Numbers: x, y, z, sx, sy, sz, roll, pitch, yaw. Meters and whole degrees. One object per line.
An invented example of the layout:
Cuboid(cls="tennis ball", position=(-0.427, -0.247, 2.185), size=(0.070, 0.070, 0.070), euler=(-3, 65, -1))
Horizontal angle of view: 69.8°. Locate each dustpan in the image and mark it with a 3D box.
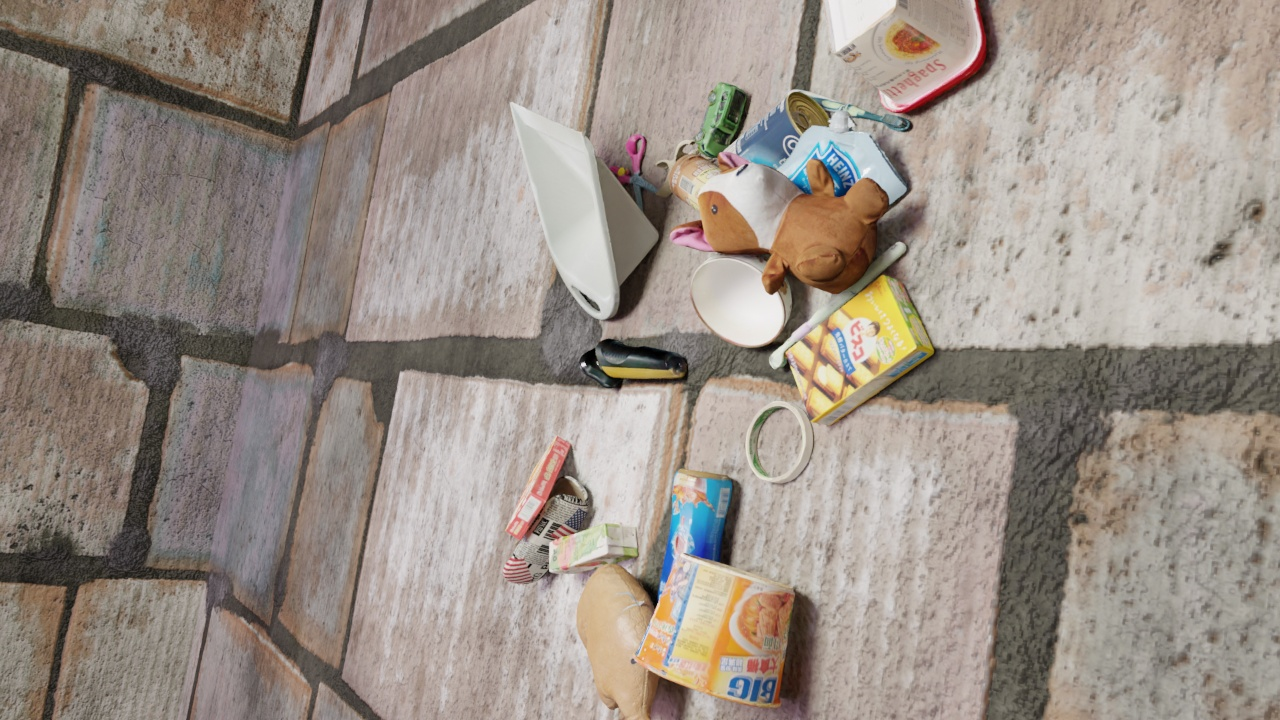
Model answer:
Cuboid(cls="dustpan", position=(-0.094, -0.183, 1.221), size=(0.142, 0.257, 0.223), euler=(-49, 39, -3))

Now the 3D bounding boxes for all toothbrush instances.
Cuboid(cls="toothbrush", position=(0.200, -0.055, 0.939), size=(0.190, 0.020, 0.029), euler=(-46, 14, 32))
Cuboid(cls="toothbrush", position=(0.216, -0.271, 0.983), size=(0.191, 0.018, 0.016), euler=(38, 109, 50))

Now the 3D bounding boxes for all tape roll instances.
Cuboid(cls="tape roll", position=(0.146, 0.086, 0.969), size=(0.086, 0.014, 0.085), euler=(-21, 63, 48))

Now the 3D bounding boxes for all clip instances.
Cuboid(cls="clip", position=(0.052, -0.252, 1.183), size=(0.100, 0.034, 0.071), euler=(-28, 58, 55))

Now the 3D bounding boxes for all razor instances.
Cuboid(cls="razor", position=(-0.007, 0.007, 1.170), size=(0.168, 0.062, 0.067), euler=(4, 112, 47))

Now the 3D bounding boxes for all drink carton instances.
Cuboid(cls="drink carton", position=(-0.061, 0.237, 1.160), size=(0.123, 0.053, 0.045), euler=(-29, 56, 44))

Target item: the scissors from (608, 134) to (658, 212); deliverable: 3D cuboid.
Cuboid(cls="scissors", position=(-0.004, -0.261, 1.273), size=(0.134, 0.017, 0.113), euler=(38, 105, 46))

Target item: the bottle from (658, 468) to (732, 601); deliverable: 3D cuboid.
Cuboid(cls="bottle", position=(0.055, 0.230, 1.002), size=(0.065, 0.065, 0.218), euler=(1, 81, 53))

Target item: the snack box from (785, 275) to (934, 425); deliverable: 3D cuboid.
Cuboid(cls="snack box", position=(0.211, -0.007, 0.899), size=(0.141, 0.033, 0.086), euler=(-41, 50, 36))

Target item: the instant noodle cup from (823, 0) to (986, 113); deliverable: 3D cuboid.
Cuboid(cls="instant noodle cup", position=(0.246, -0.317, 0.870), size=(0.117, 0.124, 0.116), euler=(-26, 59, 46))

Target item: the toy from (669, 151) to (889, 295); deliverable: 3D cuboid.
Cuboid(cls="toy", position=(0.133, -0.141, 0.907), size=(0.200, 0.130, 0.140), euler=(28, 72, 36))

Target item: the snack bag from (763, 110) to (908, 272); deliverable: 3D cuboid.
Cuboid(cls="snack bag", position=(0.177, -0.172, 0.962), size=(0.192, 0.038, 0.110), euler=(-35, 81, 45))

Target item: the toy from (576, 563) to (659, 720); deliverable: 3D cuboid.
Cuboid(cls="toy", position=(-0.017, 0.324, 1.026), size=(0.226, 0.082, 0.144), euler=(-123, 35, -60))

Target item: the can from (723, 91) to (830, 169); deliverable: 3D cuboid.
Cuboid(cls="can", position=(0.149, -0.231, 1.011), size=(0.111, 0.075, 0.075), euler=(-34, 54, 43))

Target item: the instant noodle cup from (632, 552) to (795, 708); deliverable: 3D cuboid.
Cuboid(cls="instant noodle cup", position=(0.079, 0.260, 0.902), size=(0.152, 0.151, 0.111), euler=(6, 76, 53))

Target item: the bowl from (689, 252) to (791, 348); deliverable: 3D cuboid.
Cuboid(cls="bowl", position=(0.117, -0.077, 1.001), size=(0.114, 0.113, 0.062), euler=(-25, 19, 47))

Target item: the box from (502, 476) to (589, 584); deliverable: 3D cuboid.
Cuboid(cls="box", position=(-0.130, 0.234, 1.225), size=(0.076, 0.087, 0.163), euler=(42, 112, 15))

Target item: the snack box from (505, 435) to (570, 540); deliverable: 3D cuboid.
Cuboid(cls="snack box", position=(-0.136, 0.169, 1.236), size=(0.075, 0.025, 0.152), euler=(-55, 7, 25))

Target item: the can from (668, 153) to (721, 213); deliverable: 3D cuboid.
Cuboid(cls="can", position=(0.085, -0.203, 1.101), size=(0.116, 0.058, 0.059), euler=(47, 116, 48))

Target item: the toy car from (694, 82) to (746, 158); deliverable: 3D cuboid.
Cuboid(cls="toy car", position=(0.100, -0.293, 1.121), size=(0.036, 0.043, 0.091), euler=(29, 103, 52))
